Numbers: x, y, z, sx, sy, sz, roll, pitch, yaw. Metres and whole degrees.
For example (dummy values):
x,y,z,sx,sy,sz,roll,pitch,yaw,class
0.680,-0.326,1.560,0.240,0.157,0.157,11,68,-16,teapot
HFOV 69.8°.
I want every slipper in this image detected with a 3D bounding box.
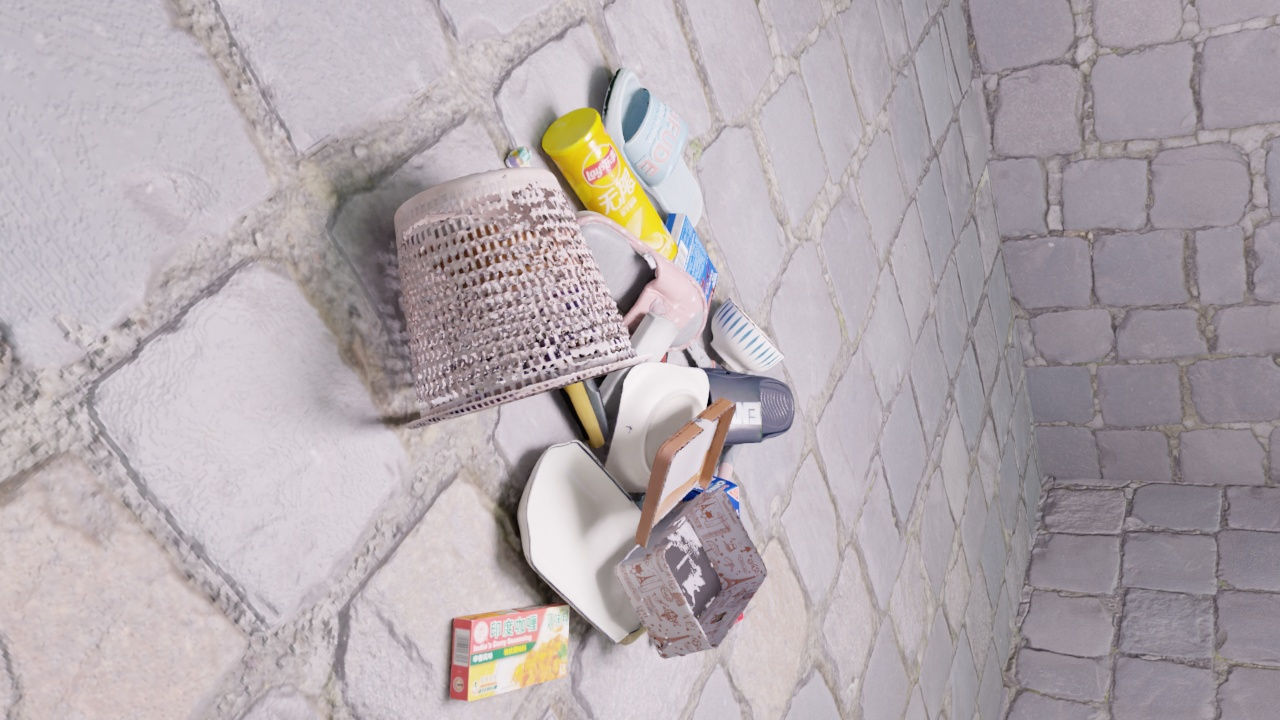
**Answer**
x,y,z,sx,sy,sz,roll,pitch,yaw,class
0.027,-0.256,1.156,0.245,0.074,0.103,50,50,-45,slipper
0.145,0.063,1.258,0.267,0.083,0.110,1,85,-45,slipper
-0.004,-0.080,1.077,0.274,0.114,0.054,38,14,-45,slipper

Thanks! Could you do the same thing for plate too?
x,y,z,sx,sy,sz,roll,pitch,yaw,class
0.031,0.086,1.111,0.163,0.034,0.164,6,99,-48,plate
-0.060,0.205,1.032,0.266,0.034,0.161,53,42,-39,plate

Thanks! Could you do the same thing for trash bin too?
x,y,z,sx,sy,sz,roll,pitch,yaw,class
-0.122,-0.059,0.821,0.226,0.228,0.192,-16,89,-56,trash bin

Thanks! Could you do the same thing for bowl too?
x,y,z,sx,sy,sz,roll,pitch,yaw,class
0.143,-0.026,1.310,0.066,0.116,0.116,-44,141,8,bowl

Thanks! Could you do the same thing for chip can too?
x,y,z,sx,sy,sz,roll,pitch,yaw,class
-0.031,-0.189,1.068,0.213,0.072,0.071,54,46,-41,chip can

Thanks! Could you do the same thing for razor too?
x,y,z,sx,sy,sz,roll,pitch,yaw,class
-0.074,0.031,1.021,0.067,0.062,0.167,-33,127,-18,razor

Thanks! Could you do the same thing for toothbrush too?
x,y,z,sx,sy,sz,roll,pitch,yaw,class
-0.089,-0.166,1.028,0.189,0.029,0.020,50,9,-45,toothbrush

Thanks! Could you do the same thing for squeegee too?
x,y,z,sx,sy,sz,roll,pitch,yaw,class
0.111,0.159,1.301,0.248,0.040,0.248,-53,130,-44,squeegee

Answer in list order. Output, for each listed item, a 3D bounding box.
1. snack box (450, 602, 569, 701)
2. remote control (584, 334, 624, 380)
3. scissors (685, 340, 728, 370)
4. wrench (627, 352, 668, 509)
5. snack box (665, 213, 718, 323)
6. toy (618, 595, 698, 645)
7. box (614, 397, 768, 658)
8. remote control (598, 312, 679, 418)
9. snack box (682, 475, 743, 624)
x,y,z,sx,sy,sz,roll,pitch,yaw,class
-0.130,0.295,0.940,0.155,0.027,0.077,12,77,-56,snack box
-0.031,0.001,1.103,0.136,0.024,0.053,30,63,-52,remote control
0.087,0.022,1.273,0.205,0.015,0.196,10,78,-48,scissors
0.013,0.058,1.169,0.056,0.016,0.273,23,69,-41,wrench
0.063,-0.118,1.223,0.157,0.026,0.084,52,49,-57,snack box
0.030,0.311,1.148,0.157,0.066,0.105,-8,89,-40,toy
0.058,0.191,1.070,0.178,0.125,0.274,-33,120,-56,box
-0.006,0.006,1.084,0.056,0.019,0.135,21,104,-52,remote control
0.097,0.259,1.226,0.058,0.057,0.208,-18,112,-38,snack box
